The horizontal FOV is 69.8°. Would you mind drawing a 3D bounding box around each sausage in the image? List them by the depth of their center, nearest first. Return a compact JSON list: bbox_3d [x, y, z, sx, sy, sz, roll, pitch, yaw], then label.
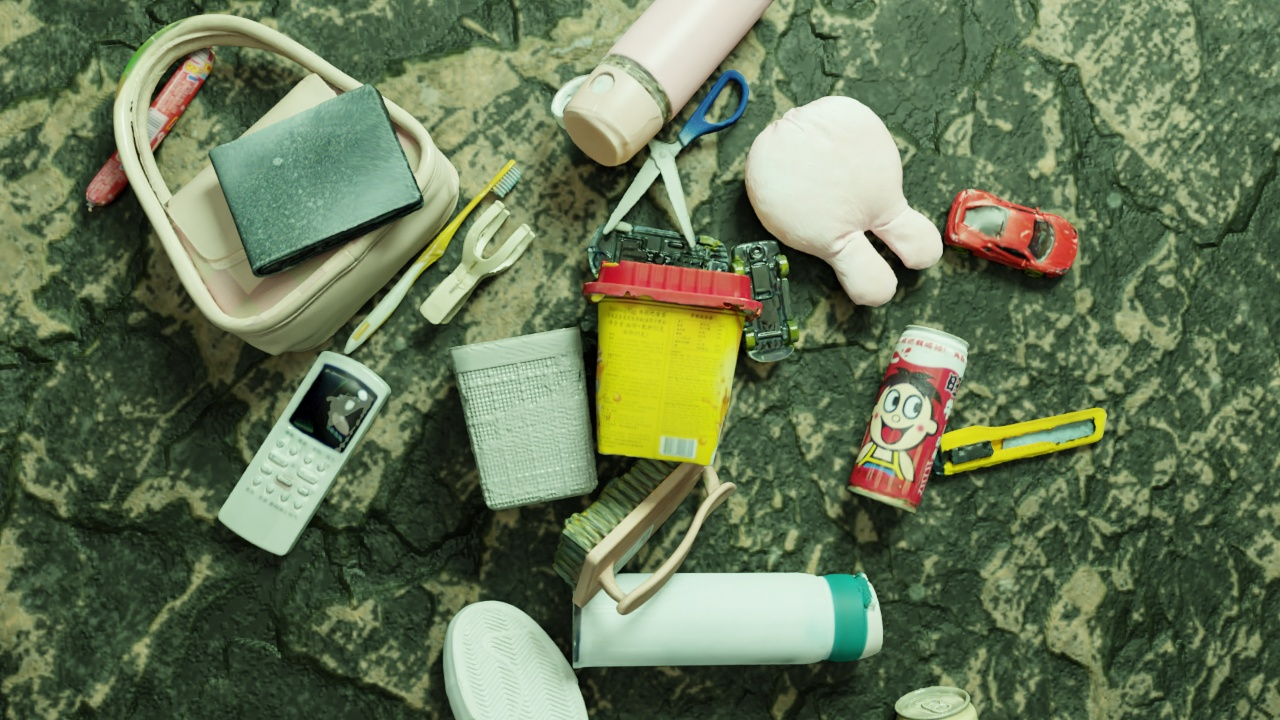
[{"bbox_3d":[-0.357,-0.172,0.672,0.020,0.020,0.155,35,85,-2],"label":"sausage"}]

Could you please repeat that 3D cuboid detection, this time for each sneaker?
[{"bbox_3d":[-0.082,0.293,0.653,0.089,0.091,0.242,-10,68,-34],"label":"sneaker"}]

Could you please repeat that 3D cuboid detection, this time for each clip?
[{"bbox_3d":[-0.119,-0.072,0.662,0.035,0.084,0.104,43,74,-2],"label":"clip"}]

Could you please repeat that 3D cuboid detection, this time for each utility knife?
[{"bbox_3d":[0.290,0.061,0.712,0.153,0.015,0.033,-12,91,-5],"label":"utility knife"}]

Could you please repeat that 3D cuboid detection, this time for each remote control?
[{"bbox_3d":[-0.244,0.067,0.670,0.058,0.021,0.150,31,87,-3],"label":"remote control"}]

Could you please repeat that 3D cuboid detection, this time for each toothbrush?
[{"bbox_3d":[-0.154,-0.076,0.686,0.018,0.016,0.191,41,85,-10],"label":"toothbrush"}]

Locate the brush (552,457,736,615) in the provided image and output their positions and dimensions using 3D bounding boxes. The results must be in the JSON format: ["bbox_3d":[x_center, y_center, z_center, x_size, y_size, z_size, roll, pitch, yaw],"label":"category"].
[{"bbox_3d":[0.007,0.113,0.646,0.073,0.063,0.145,35,47,19],"label":"brush"}]

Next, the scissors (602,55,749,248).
[{"bbox_3d":[0.019,-0.167,0.691,0.175,0.012,0.162,-37,83,-13],"label":"scissors"}]

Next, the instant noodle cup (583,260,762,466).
[{"bbox_3d":[0.016,0.003,0.619,0.116,0.116,0.123,6,90,1],"label":"instant noodle cup"}]

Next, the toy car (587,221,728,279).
[{"bbox_3d":[0.012,-0.074,0.689,0.105,0.031,0.049,10,84,-2],"label":"toy car"}]

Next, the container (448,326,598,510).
[{"bbox_3d":[-0.078,0.040,0.651,0.090,0.090,0.114,-10,91,-4],"label":"container"}]

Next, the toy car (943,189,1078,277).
[{"bbox_3d":[0.290,-0.098,0.712,0.106,0.031,0.049,18,88,-5],"label":"toy car"}]

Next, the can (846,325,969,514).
[{"bbox_3d":[0.201,0.043,0.687,0.053,0.053,0.132,20,87,-3],"label":"can"}]

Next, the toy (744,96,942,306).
[{"bbox_3d":[0.153,-0.119,0.690,0.121,0.054,0.159,-36,92,-6],"label":"toy"}]

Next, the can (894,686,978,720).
[{"bbox_3d":[0.229,0.307,0.677,0.058,0.058,0.116,-14,89,-5],"label":"can"}]

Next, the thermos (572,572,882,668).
[{"bbox_3d":[0.063,0.189,0.667,0.224,0.073,0.073,1,88,-5],"label":"thermos"}]

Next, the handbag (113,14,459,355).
[{"bbox_3d":[-0.265,-0.140,0.650,0.193,0.093,0.234,-43,87,-5],"label":"handbag"}]

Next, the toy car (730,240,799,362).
[{"bbox_3d":[0.092,-0.044,0.692,0.042,0.035,0.090,-9,89,-3],"label":"toy car"}]

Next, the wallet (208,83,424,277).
[{"bbox_3d":[-0.212,-0.120,0.600,0.121,0.019,0.097,-24,76,-3],"label":"wallet"}]

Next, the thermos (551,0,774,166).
[{"bbox_3d":[0.018,-0.231,0.670,0.087,0.067,0.198,31,76,35],"label":"thermos"}]
